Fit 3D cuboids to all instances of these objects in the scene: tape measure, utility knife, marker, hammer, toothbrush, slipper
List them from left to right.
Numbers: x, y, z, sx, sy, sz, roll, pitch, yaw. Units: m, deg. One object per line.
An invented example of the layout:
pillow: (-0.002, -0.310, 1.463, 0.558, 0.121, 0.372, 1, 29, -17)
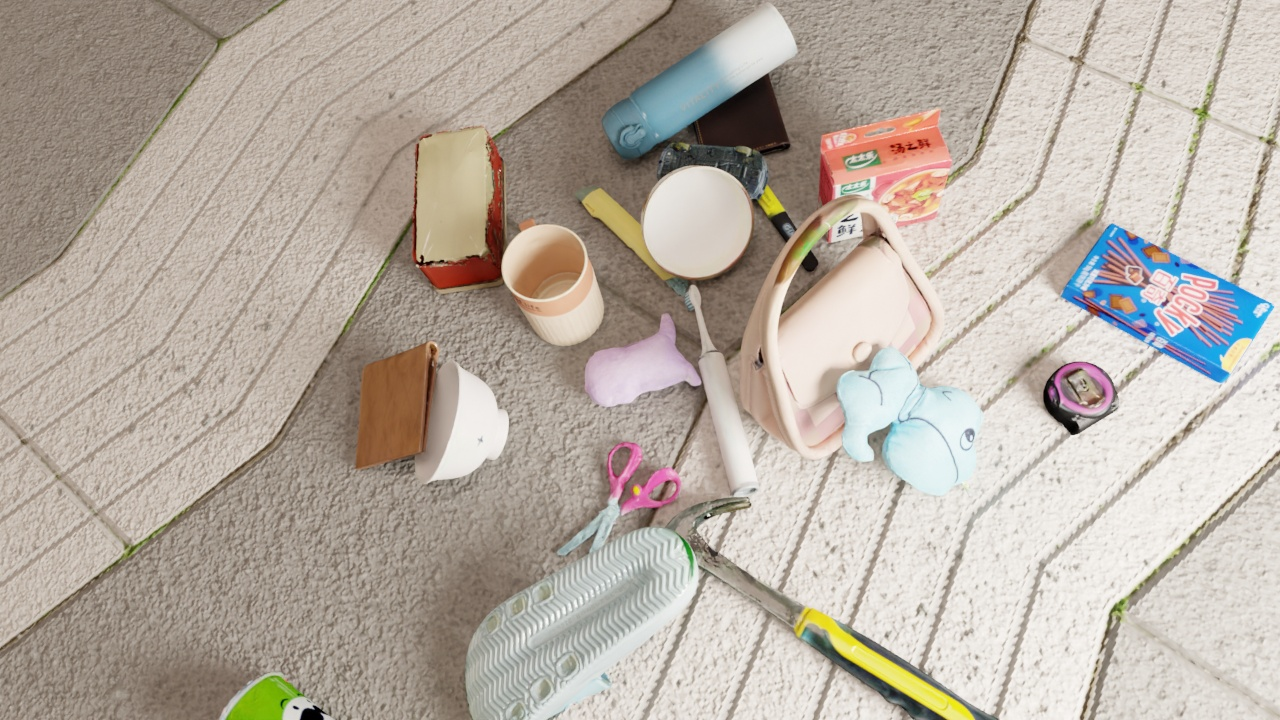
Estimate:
slipper: (-0.050, 0.229, 0.778, 0.246, 0.074, 0.104, -38, 56, 10)
utility knife: (-0.007, -0.130, 0.965, 0.031, 0.019, 0.173, -42, 65, -5)
toothbrush: (0.073, 0.023, 0.878, 0.026, 0.026, 0.220, 6, 59, -35)
marker: (0.148, -0.140, 0.945, 0.018, 0.015, 0.124, -30, 64, 3)
hammer: (0.155, 0.227, 0.772, 0.323, 0.032, 0.126, 29, 75, 20)
tape measure: (0.391, 0.030, 0.816, 0.057, 0.039, 0.058, -28, 65, -4)

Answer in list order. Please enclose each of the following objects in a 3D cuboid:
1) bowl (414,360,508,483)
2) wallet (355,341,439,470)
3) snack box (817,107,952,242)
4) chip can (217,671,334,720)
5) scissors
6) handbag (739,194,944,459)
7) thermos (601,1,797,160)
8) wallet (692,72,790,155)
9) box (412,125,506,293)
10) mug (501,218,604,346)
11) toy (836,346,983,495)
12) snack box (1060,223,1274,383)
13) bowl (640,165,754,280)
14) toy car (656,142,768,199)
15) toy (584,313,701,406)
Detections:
bowl: (-0.164, 0.064, 0.871, 0.064, 0.119, 0.118, 15, 63, -27)
wallet: (-0.240, 0.045, 0.900, 0.101, 0.020, 0.115, -16, 63, 36)
snack box: (0.233, -0.174, 0.885, 0.113, 0.127, 0.044, -12, 65, 4)
chip can: (-0.242, 0.352, 0.759, 0.236, 0.072, 0.072, 28, 73, 19)
scissors: (-0.031, 0.133, 0.855, 0.137, 0.017, 0.096, -37, 67, -4)
handbag: (0.162, -0.043, 0.777, 0.193, 0.234, 0.093, -43, 53, -12)
thermos: (0.060, -0.295, 0.985, 0.220, 0.070, 0.070, -33, 65, 5)
wallet: (0.104, -0.273, 1.011, 0.096, 0.020, 0.122, -15, 66, 8)
box: (-0.192, -0.166, 0.977, 0.091, 0.079, 0.168, -8, 66, 7)
mug: (-0.089, -0.083, 0.908, 0.081, 0.106, 0.114, -26, 65, -3)
toy: (0.239, 0.059, 0.793, 0.161, 0.050, 0.156, -31, 102, -29)
snack box: (0.483, -0.055, 0.846, 0.157, 0.026, 0.084, 35, 75, 21)
bowl: (0.052, -0.142, 0.926, 0.113, 0.113, 0.062, -27, 22, -3)
toy car: (0.075, -0.198, 0.968, 0.121, 0.036, 0.054, 12, 87, 25)
toy: (-0.005, 0.005, 0.892, 0.108, 0.039, 0.083, -22, 65, 2)
